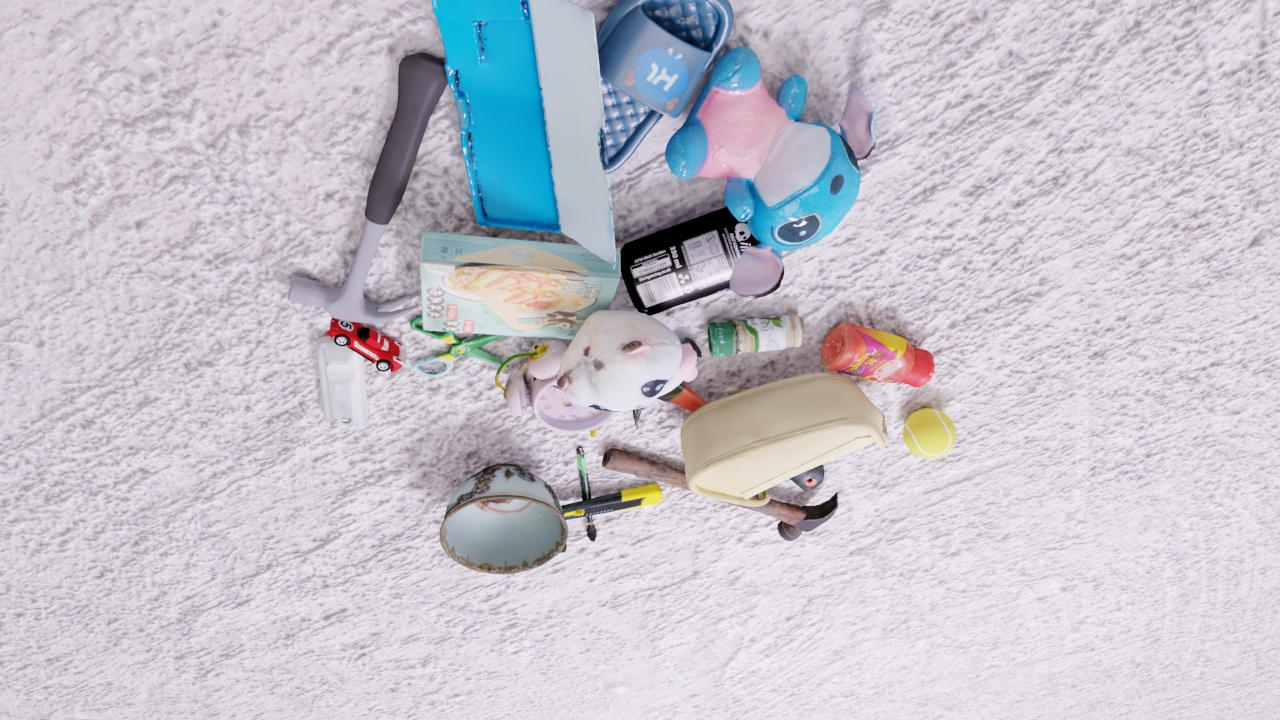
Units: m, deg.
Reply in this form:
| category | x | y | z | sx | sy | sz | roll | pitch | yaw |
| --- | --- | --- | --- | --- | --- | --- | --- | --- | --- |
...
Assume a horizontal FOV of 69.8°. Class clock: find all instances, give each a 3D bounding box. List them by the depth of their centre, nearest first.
| category | x | y | z | sx | sy | sz | roll | pitch | yaw |
| --- | --- | --- | --- | --- | --- | --- | --- | --- | --- |
| clock | -0.091 | 0.025 | 1.055 | 0.157 | 0.058 | 0.117 | 21 | 127 | -31 |

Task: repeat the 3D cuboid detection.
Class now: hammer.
| category | x | y | z | sx | sy | sz | roll | pitch | yaw |
| --- | --- | --- | --- | --- | --- | --- | --- | --- | --- |
| hammer | -0.247 | -0.155 | 0.895 | 0.125 | 0.029 | 0.312 | 17 | 128 | -21 |
| hammer | 0.125 | 0.091 | 1.173 | 0.333 | 0.033 | 0.133 | 32 | 120 | -32 |
| hammer | 0.106 | 0.170 | 1.231 | 0.330 | 0.033 | 0.120 | 19 | 140 | -20 |

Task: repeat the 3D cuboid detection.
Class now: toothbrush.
| category | x | y | z | sx | sy | sz | roll | pitch | yaw |
| --- | --- | --- | --- | --- | --- | --- | --- | --- | --- |
| toothbrush | -0.073 | 0.181 | 1.243 | 0.014 | 0.017 | 0.188 | -9 | 130 | -5 |

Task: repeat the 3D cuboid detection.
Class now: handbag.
| category | x | y | z | sx | sy | sz | roll | pitch | yaw |
| --- | --- | --- | --- | --- | --- | --- | --- | --- | --- |
| handbag | 0.173 | 0.095 | 1.114 | 0.233 | 0.088 | 0.191 | -27 | 143 | 18 |
| handbag | -0.090 | 0.236 | 1.251 | 0.178 | 0.027 | 0.084 | -14 | 149 | 21 |

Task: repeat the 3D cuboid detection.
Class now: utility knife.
| category | x | y | z | sx | sy | sz | roll | pitch | yaw |
| --- | --- | --- | --- | --- | --- | --- | --- | --- | --- |
| utility knife | -0.056 | 0.196 | 1.237 | 0.174 | 0.020 | 0.029 | -11 | 129 | -5 |

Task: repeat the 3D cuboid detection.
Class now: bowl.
| category | x | y | z | sx | sy | sz | roll | pitch | yaw |
| --- | --- | --- | --- | --- | --- | --- | --- | --- | --- |
| bowl | -0.175 | 0.190 | 1.179 | 0.160 | 0.093 | 0.160 | -4 | 133 | -4 |

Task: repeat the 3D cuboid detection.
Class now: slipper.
| category | x | y | z | sx | sy | sz | roll | pitch | yaw |
| --- | --- | --- | --- | --- | --- | --- | --- | --- | --- |
| slipper | -0.006 | -0.248 | 0.821 | 0.103 | 0.059 | 0.214 | 26 | 126 | -26 |

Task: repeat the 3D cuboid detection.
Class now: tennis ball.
| category | x | y | z | sx | sy | sz | roll | pitch | yaw |
| --- | --- | --- | --- | --- | --- | --- | --- | --- | --- |
| tennis ball | 0.372 | 0.094 | 1.182 | 0.065 | 0.065 | 0.065 | -4 | 133 | -4 |

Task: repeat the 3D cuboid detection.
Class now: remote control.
| category | x | y | z | sx | sy | sz | roll | pitch | yaw |
| --- | --- | --- | --- | --- | --- | --- | --- | --- | --- |
| remote control | -0.342 | 0.028 | 1.054 | 0.050 | 0.022 | 0.134 | 3 | 132 | -10 |

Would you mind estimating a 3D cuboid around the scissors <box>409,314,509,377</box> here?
| category | x | y | z | sx | sy | sz | roll | pitch | yaw |
| --- | --- | --- | --- | --- | --- | --- | --- | --- | --- |
| scissors | -0.209 | -0.010 | 1.045 | 0.127 | 0.011 | 0.123 | 25 | 126 | -25 |

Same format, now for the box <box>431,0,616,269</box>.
| category | x | y | z | sx | sy | sz | roll | pitch | yaw |
| --- | --- | --- | --- | --- | --- | --- | --- | --- | --- |
| box | -0.088 | -0.214 | 0.811 | 0.176 | 0.059 | 0.244 | 21 | 138 | 25 |

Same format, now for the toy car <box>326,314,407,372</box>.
| category | x | y | z | sx | sy | sz | roll | pitch | yaw |
| --- | --- | --- | --- | --- | --- | --- | --- | --- | --- |
| toy car | -0.299 | -0.021 | 1.004 | 0.025 | 0.038 | 0.089 | -37 | 127 | 21 |

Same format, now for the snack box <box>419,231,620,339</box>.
| category | x | y | z | sx | sy | sz | roll | pitch | yaw |
| --- | --- | --- | --- | --- | --- | --- | --- | --- | --- |
| snack box | -0.127 | -0.073 | 0.946 | 0.193 | 0.044 | 0.142 | 3 | 155 | -11 |

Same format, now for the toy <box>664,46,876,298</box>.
| category | x | y | z | sx | sy | sz | roll | pitch | yaw |
| --- | --- | --- | --- | --- | --- | --- | --- | --- | --- |
| toy | 0.115 | -0.177 | 0.858 | 0.191 | 0.099 | 0.224 | 33 | 90 | -17 |

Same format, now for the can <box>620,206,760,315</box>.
| category | x | y | z | sx | sy | sz | roll | pitch | yaw |
| --- | --- | --- | --- | --- | --- | --- | --- | --- | --- |
| can | 0.056 | -0.104 | 0.946 | 0.146 | 0.080 | 0.080 | -19 | 132 | 10 |

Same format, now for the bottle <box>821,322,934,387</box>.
| category | x | y | z | sx | sy | sz | roll | pitch | yaw |
| --- | --- | --- | --- | --- | --- | --- | --- | --- | --- |
| bottle | 0.285 | -0.003 | 1.090 | 0.134 | 0.048 | 0.072 | 13 | 146 | -20 |

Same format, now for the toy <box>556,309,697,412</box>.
| category | x | y | z | sx | sy | sz | roll | pitch | yaw |
| --- | --- | --- | --- | --- | --- | --- | --- | --- | --- |
| toy | -0.006 | 0.006 | 0.969 | 0.139 | 0.101 | 0.179 | -24 | 157 | 29 |

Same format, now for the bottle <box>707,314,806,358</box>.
| category | x | y | z | sx | sy | sz | roll | pitch | yaw |
| --- | --- | --- | --- | --- | --- | --- | --- | --- | --- |
| bottle | 0.133 | -0.028 | 1.053 | 0.110 | 0.042 | 0.043 | -6 | 133 | -2 |
